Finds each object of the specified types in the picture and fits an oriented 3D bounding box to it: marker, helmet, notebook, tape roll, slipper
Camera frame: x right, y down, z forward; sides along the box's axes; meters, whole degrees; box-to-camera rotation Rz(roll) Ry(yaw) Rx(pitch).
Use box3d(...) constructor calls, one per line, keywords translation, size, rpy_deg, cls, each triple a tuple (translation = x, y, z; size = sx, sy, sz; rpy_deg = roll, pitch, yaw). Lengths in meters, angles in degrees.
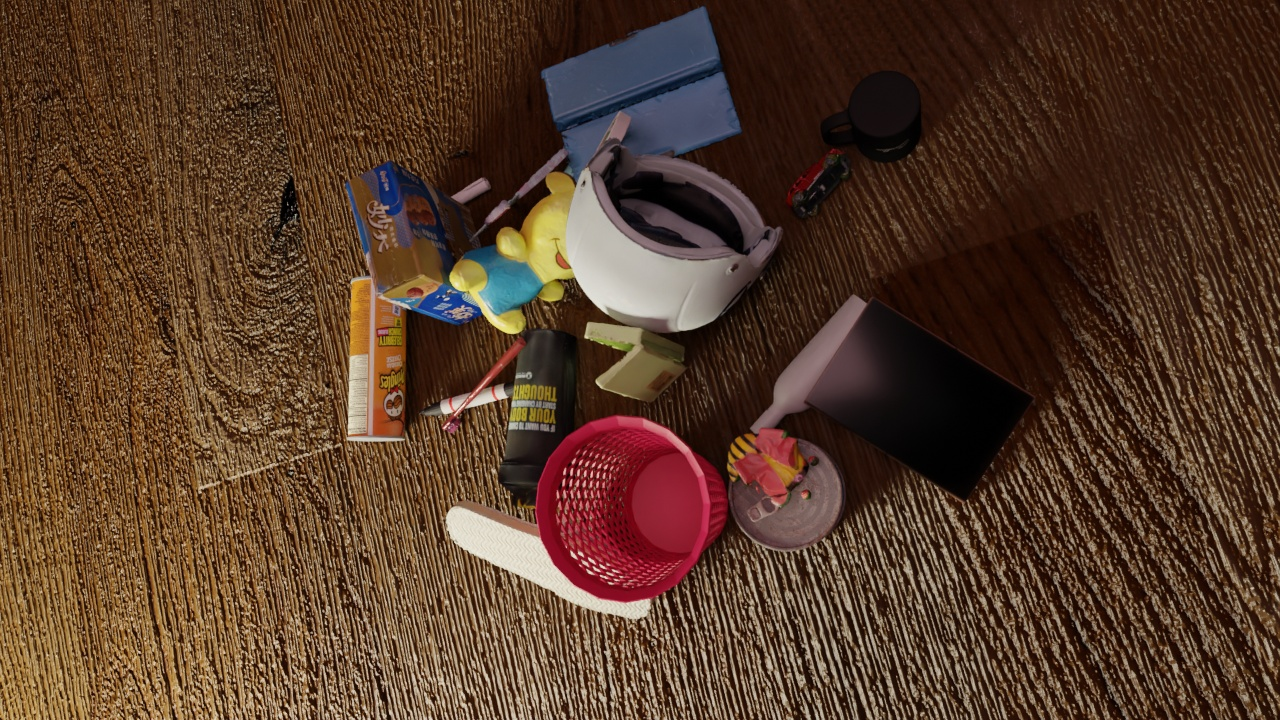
box3d(translation=(-0.266, -0.214, 1.263), size=(0.134, 0.020, 0.017), rpy_deg=(-26, 55, 13), cls="marker")
box3d(translation=(0.025, -0.130, 1.061), size=(0.236, 0.263, 0.164), rpy_deg=(29, 122, 3), cls="helmet")
box3d(translation=(0.309, 0.044, 1.023), size=(0.209, 0.008, 0.141), rpy_deg=(32, 94, 3), cls="notebook")
box3d(translation=(-0.041, -0.261, 1.132), size=(0.018, 0.094, 0.094), rpy_deg=(27, 92, -11), cls="tape roll")
box3d(translation=(-0.230, 0.053, 1.218), size=(0.146, 0.019, 0.019), rpy_deg=(-15, 79, 16), cls="marker")
box3d(translation=(-0.107, 0.233, 1.111), size=(0.273, 0.115, 0.053), rpy_deg=(20, 46, 8), cls="slipper")

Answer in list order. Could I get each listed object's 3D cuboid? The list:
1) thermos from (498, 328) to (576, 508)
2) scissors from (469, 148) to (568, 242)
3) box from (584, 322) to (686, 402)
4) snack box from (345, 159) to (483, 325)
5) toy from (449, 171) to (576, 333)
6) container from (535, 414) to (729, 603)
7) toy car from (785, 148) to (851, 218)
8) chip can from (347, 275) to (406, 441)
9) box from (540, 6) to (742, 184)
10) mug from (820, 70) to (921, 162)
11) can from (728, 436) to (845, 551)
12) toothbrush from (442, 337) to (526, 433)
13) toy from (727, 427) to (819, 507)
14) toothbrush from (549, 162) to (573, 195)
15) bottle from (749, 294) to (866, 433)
box3d(translation=(-0.123, 0.075, 1.148), size=(0.098, 0.098, 0.220), rpy_deg=(0, 79, 18), cls="thermos")
box3d(translation=(-0.155, -0.207, 1.159), size=(0.172, 0.170, 0.013), rpy_deg=(-43, 99, 4), cls="scissors")
box3d(translation=(0.001, -0.005, 1.065), size=(0.077, 0.188, 0.090), rpy_deg=(-14, 78, 16), cls="box")
box3d(translation=(-0.270, -0.141, 1.159), size=(0.069, 0.202, 0.155), rpy_deg=(-21, 77, 13), cls="snack box")
box3d(translation=(-0.126, -0.136, 1.143), size=(0.214, 0.149, 0.084), rpy_deg=(-39, 50, -2), cls="toy")
box3d(translation=(0.013, 0.160, 1.018), size=(0.183, 0.225, 0.183), rpy_deg=(-2, 82, 17), cls="container")
box3d(translation=(0.213, -0.213, 1.098), size=(0.091, 0.042, 0.036), rpy_deg=(-46, 53, 12), cls="toy car")
box3d(translation=(-0.354, -0.001, 1.236), size=(0.075, 0.075, 0.215), rpy_deg=(-3, 82, 17), cls="chip can")
box3d(translation=(-0.002, -0.338, 1.178), size=(0.232, 0.047, 0.176), rpy_deg=(-18, 79, 12), cls="box")
box3d(translation=(0.266, -0.277, 1.064), size=(0.114, 0.088, 0.078), rpy_deg=(-12, 80, 16), cls="mug")
box3d(translation=(0.170, 0.154, 1.064), size=(0.130, 0.044, 0.130), rpy_deg=(-2, 83, 18), cls="can")
box3d(translation=(-0.201, 0.035, 1.177), size=(0.016, 0.016, 0.190), rpy_deg=(34, 123, -17), cls="toothbrush")
box3d(translation=(0.145, 0.116, 1.031), size=(0.103, 0.046, 0.084), rpy_deg=(13, 101, 23), cls="toy")
box3d(translation=(-0.126, -0.204, 1.220), size=(0.016, 0.016, 0.180), rpy_deg=(36, 93, 21), cls="toothbrush")
box3d(translation=(0.200, 0.014, 1.068), size=(0.052, 0.052, 0.195), rpy_deg=(43, 97, 18), cls="bottle")
